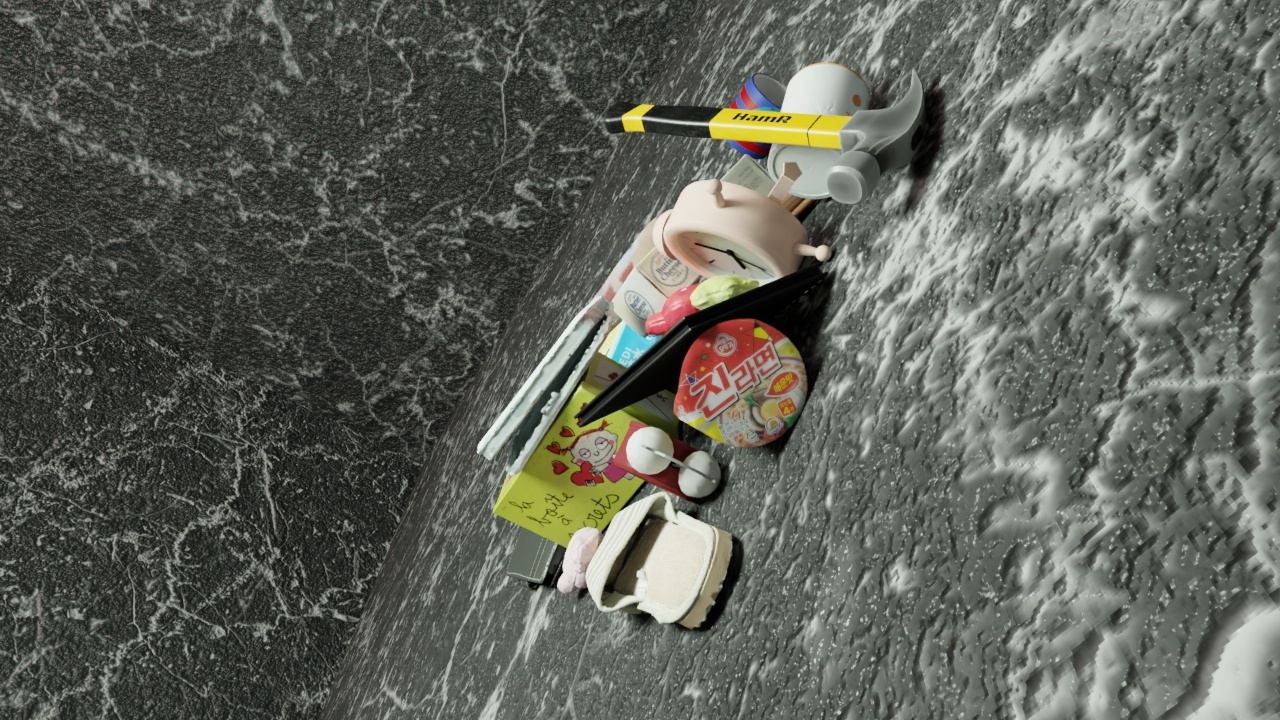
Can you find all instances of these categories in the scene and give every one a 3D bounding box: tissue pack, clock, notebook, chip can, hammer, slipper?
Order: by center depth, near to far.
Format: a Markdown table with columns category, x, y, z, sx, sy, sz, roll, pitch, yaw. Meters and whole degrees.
| category | x | y | z | sx | sy | sz | roll | pitch | yaw |
| --- | --- | --- | --- | --- | --- | --- | --- | --- | --- |
| slipper | 0.006 | 0.172 | 0.794 | 0.114 | 0.054 | 0.273 | -60 | 13 | -16 |
| clock | 0.022 | 0.090 | 0.813 | 0.044 | 0.087 | 0.125 | -64 | 11 | -8 |
| hammer | 0.098 | -0.213 | 0.824 | 0.325 | 0.034 | 0.169 | 15 | 49 | 36 |
| notebook | 0.051 | -0.011 | 0.839 | 0.168 | 0.019 | 0.232 | -23 | -11 | -33 |
| clock | 0.093 | -0.123 | 0.873 | 0.086 | 0.131 | 0.161 | -67 | 14 | -20 |
| tissue pack | -0.006 | 0.006 | 1.070 | 0.144 | 0.062 | 0.093 | -67 | -17 | -8 |
| notebook | -0.120 | 0.215 | 1.200 | 0.209 | 0.029 | 0.169 | -29 | 41 | 69 |
| chip can | -0.008 | -0.115 | 1.353 | 0.230 | 0.080 | 0.079 | -51 | 17 | 39 |

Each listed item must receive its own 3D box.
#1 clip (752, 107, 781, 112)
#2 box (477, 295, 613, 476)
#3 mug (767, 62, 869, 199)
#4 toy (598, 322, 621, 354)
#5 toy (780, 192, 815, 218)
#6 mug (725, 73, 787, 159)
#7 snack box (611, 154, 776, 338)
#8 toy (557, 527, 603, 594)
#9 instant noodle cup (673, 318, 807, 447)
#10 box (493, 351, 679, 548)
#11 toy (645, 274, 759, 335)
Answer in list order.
| category | x | y | z | sx | sy | sz | roll | pitch | yaw |
| --- | --- | --- | --- | --- | --- | --- | --- | --- | --- |
| clip | 0.168 | -0.245 | 1.016 | 0.033 | 0.120 | 0.119 | -80 | -10 | -56 |
| box | -0.098 | 0.021 | 0.963 | 0.214 | 0.063 | 0.118 | -56 | 9 | 24 |
| mug | 0.172 | -0.221 | 0.885 | 0.082 | 0.082 | 0.105 | -42 | 24 | 55 |
| toy | 0.001 | -0.031 | 1.195 | 0.171 | 0.064 | 0.154 | -35 | 17 | 48 |
| toy | 0.146 | -0.155 | 0.942 | 0.102 | 0.041 | 0.054 | -43 | 43 | 32 |
| mug | 0.159 | -0.313 | 1.168 | 0.111 | 0.075 | 0.076 | -36 | -12 | -51 |
| snack box | 0.060 | -0.125 | 1.012 | 0.207 | 0.057 | 0.104 | -47 | -1 | -26 |
| toy | -0.058 | 0.211 | 0.962 | 0.063 | 0.047 | 0.110 | -65 | 2 | -26 |
| instant noodle cup | 0.075 | 0.021 | 0.763 | 0.100 | 0.100 | 0.112 | -63 | 3 | -7 |
| box | -0.060 | 0.108 | 1.011 | 0.222 | 0.124 | 0.079 | -51 | 14 | 32 |
| toy | 0.059 | -0.051 | 0.888 | 0.135 | 0.091 | 0.045 | -24 | 73 | 53 |
